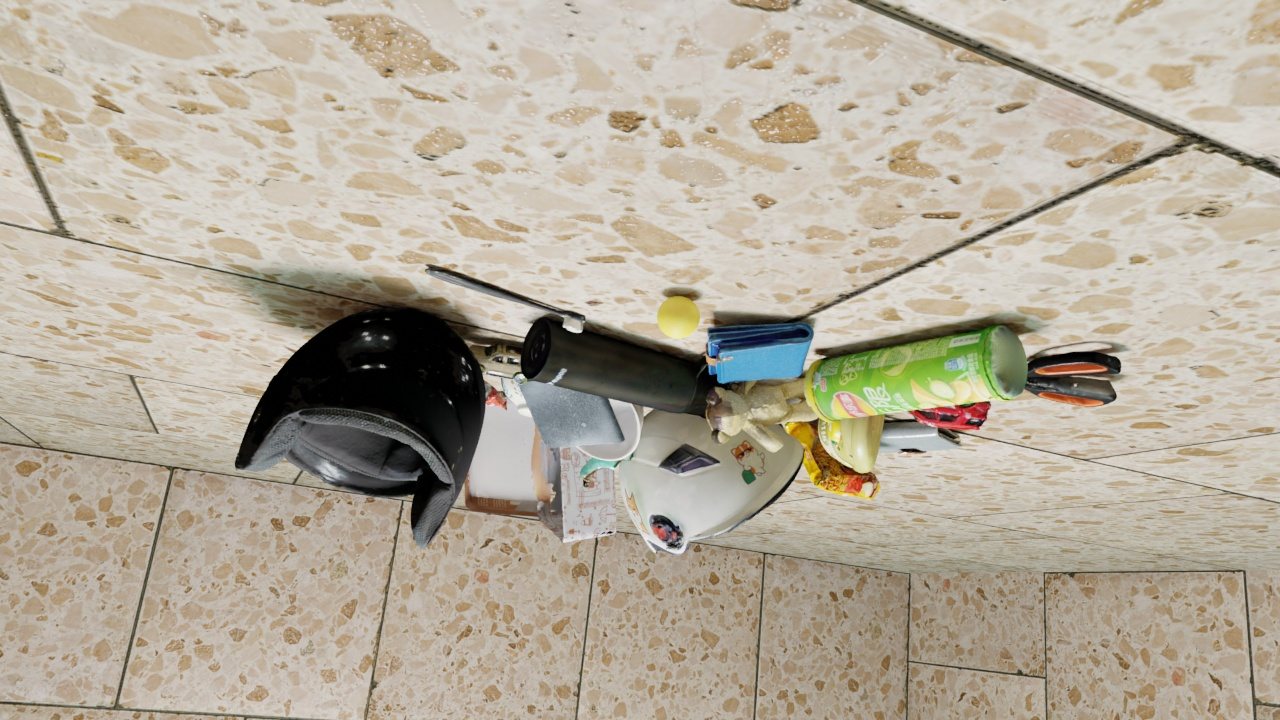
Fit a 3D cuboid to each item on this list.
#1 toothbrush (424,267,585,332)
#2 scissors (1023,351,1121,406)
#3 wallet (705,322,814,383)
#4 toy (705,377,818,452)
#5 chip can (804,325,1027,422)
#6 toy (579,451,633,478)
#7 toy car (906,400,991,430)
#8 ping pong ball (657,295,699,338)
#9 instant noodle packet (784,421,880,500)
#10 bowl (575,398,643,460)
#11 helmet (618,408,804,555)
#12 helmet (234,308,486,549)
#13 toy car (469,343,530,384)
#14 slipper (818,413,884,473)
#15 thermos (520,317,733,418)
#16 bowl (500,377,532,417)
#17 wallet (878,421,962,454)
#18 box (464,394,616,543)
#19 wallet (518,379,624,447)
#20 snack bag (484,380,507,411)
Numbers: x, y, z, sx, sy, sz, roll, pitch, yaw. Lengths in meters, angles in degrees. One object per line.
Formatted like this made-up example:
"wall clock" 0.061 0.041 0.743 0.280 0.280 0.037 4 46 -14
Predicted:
"toothbrush" -0.130 -0.060 0.906 0.181 0.018 0.016 19 163 -34
"scissors" 0.395 0.013 0.959 0.221 0.021 0.225 14 164 -11
"wallet" 0.121 -0.008 0.953 0.106 0.040 0.133 -4 163 4
"toy" 0.142 0.052 1.054 0.157 0.105 0.066 -8 179 -30
"chip can" 0.271 0.016 0.917 0.072 0.072 0.222 18 160 -36
"toy" -0.048 0.102 1.160 0.096 0.092 0.030 -40 148 2
"toy car" 0.334 0.053 1.045 0.121 0.045 0.053 10 174 21
"ping pong ball" 0.036 -0.041 0.862 0.040 0.040 0.040 6 164 1
"instant noodle packet" 0.268 0.136 1.281 0.110 0.128 0.044 16 118 -25
"bowl" -0.038 0.056 1.117 0.118 0.118 0.064 -4 -157 33
"helmet" 0.068 0.125 1.184 0.157 0.229 0.275 51 156 -5
"helmet" -0.295 0.067 1.022 0.233 0.229 0.275 32 153 -22
"toy car" -0.163 0.000 1.078 0.090 0.035 0.042 9 -153 -12
"slipper" 0.267 0.097 1.173 0.082 0.091 0.190 7 166 16
"thermos" -0.006 0.006 1.021 0.242 0.068 0.090 14 130 -31
"bowl" -0.125 0.039 1.165 0.113 0.062 0.113 7 165 2
"wallet" 0.368 0.112 1.279 0.130 0.037 0.106 -6 159 37
"box" -0.138 0.142 1.296 0.273 0.179 0.130 6 -170 40
"wallet" -0.084 0.059 1.093 0.121 0.097 0.019 -7 -157 35
"snack bag" -0.214 0.031 1.175 0.105 0.026 0.045 32 170 21
